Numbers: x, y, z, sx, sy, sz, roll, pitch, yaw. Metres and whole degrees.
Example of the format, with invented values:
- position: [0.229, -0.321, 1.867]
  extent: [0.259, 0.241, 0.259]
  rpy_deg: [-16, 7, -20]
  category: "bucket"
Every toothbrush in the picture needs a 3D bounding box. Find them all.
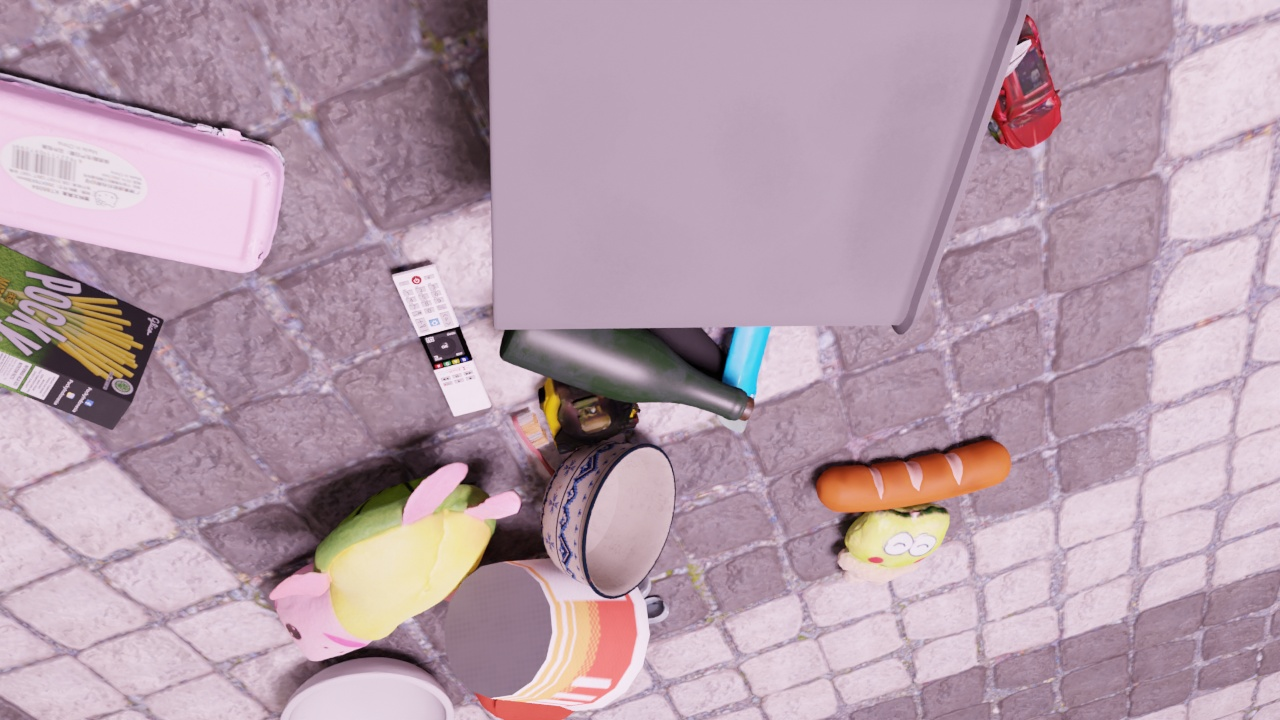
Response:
- position: [-0.054, 0.102, 0.724]
  extent: [0.016, 0.015, 0.184]
  rpy_deg: [-24, 130, 3]
  category: "toothbrush"

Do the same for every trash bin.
- position: [0.038, -0.109, 0.442]
  extent: [0.219, 0.097, 0.192]
  rpy_deg: [-1, 130, -9]
  category: "trash bin"

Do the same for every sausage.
- position: [0.227, 0.099, 0.765]
  extent: [0.164, 0.039, 0.044]
  rpy_deg: [-9, 124, -5]
  category: "sausage"

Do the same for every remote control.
- position: [0.019, -0.018, 0.638]
  extent: [0.041, 0.020, 0.152]
  rpy_deg: [-35, 126, 15]
  category: "remote control"
- position: [-0.131, -0.012, 0.615]
  extent: [0.028, 0.011, 0.124]
  rpy_deg: [-14, 130, -1]
  category: "remote control"

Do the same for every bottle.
- position: [-0.004, 0.004, 0.609]
  extent: [0.174, 0.055, 0.055]
  rpy_deg: [21, 122, -14]
  category: "bottle"

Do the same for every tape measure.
- position: [-0.037, 0.030, 0.653]
  extent: [0.067, 0.038, 0.063]
  rpy_deg: [-15, 129, 1]
  category: "tape measure"

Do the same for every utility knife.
- position: [0.079, -0.019, 0.640]
  extent: [0.031, 0.015, 0.159]
  rpy_deg: [2, 118, -23]
  category: "utility knife"

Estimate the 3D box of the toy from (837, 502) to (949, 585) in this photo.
- position: [0.220, 0.166, 0.815]
  extent: [0.092, 0.046, 0.115]
  rpy_deg: [1, 136, -17]
  category: "toy"

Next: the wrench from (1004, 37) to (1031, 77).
- position: [0.111, -0.117, 0.555]
  extent: [0.274, 0.010, 0.070]
  rpy_deg: [-39, 107, 23]
  category: "wrench"

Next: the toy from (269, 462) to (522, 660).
- position: [-0.185, 0.150, 0.687]
  extent: [0.239, 0.087, 0.189]
  rpy_deg: [-42, 148, 28]
  category: "toy"

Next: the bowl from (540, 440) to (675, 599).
- position: [-0.029, 0.112, 0.684]
  extent: [0.059, 0.115, 0.116]
  rpy_deg: [12, 140, 33]
  category: "bowl"

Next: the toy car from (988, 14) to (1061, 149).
- position: [0.228, -0.167, 0.555]
  extent: [0.042, 0.036, 0.091]
  rpy_deg: [-31, 134, 12]
  category: "toy car"

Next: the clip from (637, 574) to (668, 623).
- position: [-0.053, 0.258, 0.842]
  extent: [0.172, 0.029, 0.143]
  rpy_deg: [-13, 131, 1]
  category: "clip"

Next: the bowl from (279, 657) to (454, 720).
- position: [-0.246, 0.310, 0.832]
  extent: [0.149, 0.043, 0.150]
  rpy_deg: [-6, 129, -8]
  category: "bowl"

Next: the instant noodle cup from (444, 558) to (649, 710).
- position: [-0.076, 0.207, 0.705]
  extent: [0.123, 0.123, 0.121]
  rpy_deg: [-34, 153, 15]
  category: "instant noodle cup"

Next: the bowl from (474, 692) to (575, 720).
- position: [-0.092, 0.290, 0.820]
  extent: [0.122, 0.035, 0.122]
  rpy_deg: [-5, 130, -7]
  category: "bowl"

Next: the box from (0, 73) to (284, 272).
- position: [-0.299, -0.106, 0.490]
  extent: [0.202, 0.044, 0.086]
  rpy_deg: [12, 119, -20]
  category: "box"

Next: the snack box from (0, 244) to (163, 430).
- position: [-0.355, -0.025, 0.513]
  extent: [0.147, 0.080, 0.025]
  rpy_deg: [31, 116, -31]
  category: "snack box"
